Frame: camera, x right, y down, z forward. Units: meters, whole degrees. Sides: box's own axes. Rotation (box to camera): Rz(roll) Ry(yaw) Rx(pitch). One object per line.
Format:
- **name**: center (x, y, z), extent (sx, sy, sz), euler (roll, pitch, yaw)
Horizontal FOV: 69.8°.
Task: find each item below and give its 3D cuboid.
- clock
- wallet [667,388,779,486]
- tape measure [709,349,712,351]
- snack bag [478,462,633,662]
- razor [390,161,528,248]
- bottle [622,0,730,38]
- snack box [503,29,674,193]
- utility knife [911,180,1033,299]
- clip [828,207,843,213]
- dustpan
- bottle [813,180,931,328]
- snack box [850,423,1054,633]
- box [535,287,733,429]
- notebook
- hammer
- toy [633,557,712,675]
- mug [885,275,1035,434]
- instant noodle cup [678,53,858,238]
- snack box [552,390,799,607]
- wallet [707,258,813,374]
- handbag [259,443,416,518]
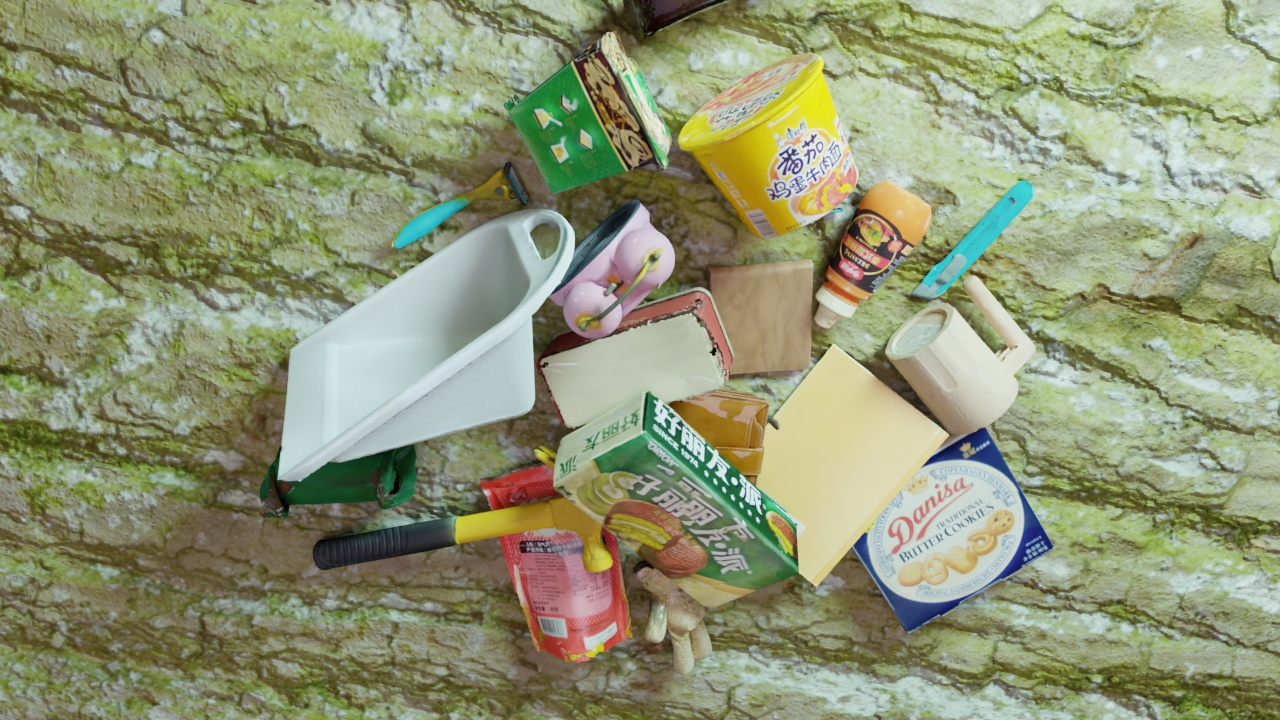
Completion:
- **clock**: center (-0.023, -0.076, 0.803), extent (0.117, 0.158, 0.060), euler (-43, 105, 10)
- **wallet**: center (0.076, 0.092, 0.925), extent (0.119, 0.035, 0.131), euler (9, 107, 10)
- **tape measure**: center (0.049, -0.017, 0.888), extent (0.057, 0.028, 0.060), euler (-3, 112, 17)
- **snack bag**: center (-0.080, 0.203, 0.941), extent (0.129, 0.073, 0.208), euler (-10, 103, 10)
- **razor**: center (-0.169, -0.137, 0.839), extent (0.132, 0.028, 0.043), euler (-27, 137, 1)
- **bottle**: center (0.083, -0.326, 0.772), extent (0.195, 0.079, 0.044), euler (-21, 112, 0)
- **snack box**: center (-0.043, -0.205, 0.793), extent (0.106, 0.118, 0.117), euler (-24, 108, 16)
- **utility knife**: center (0.326, -0.115, 0.895), extent (0.029, 0.013, 0.151), euler (37, 101, -21)
- **clip**: center (0.166, -0.149, 0.871), extent (0.057, 0.014, 0.047), euler (0, 106, -6)
- **dustpan**: center (-0.181, -0.038, 0.777), extent (0.257, 0.222, 0.143), euler (-9, 120, -13)
- **bottle**: center (0.211, -0.094, 0.871), extent (0.066, 0.066, 0.150), euler (26, 111, -12)
- **snack box**: center (0.313, 0.172, 0.970), extent (0.178, 0.045, 0.182), euler (-33, 108, 7)
- **box**: center (-0.005, 0.005, 0.848), extent (0.169, 0.080, 0.091), euler (-17, 109, 20)
- **notebook**: center (0.186, 0.107, 0.928), extent (0.146, 0.010, 0.206), euler (39, 102, 9)
- **hammer**: center (-0.181, 0.167, 0.909), extent (0.301, 0.032, 0.129), euler (-12, 95, 9)
- **toy**: center (0.038, 0.264, 0.974), extent (0.105, 0.066, 0.157), euler (-31, 116, -29)
- **mug**: center (0.316, -0.006, 0.898), extent (0.124, 0.084, 0.103), euler (-45, 105, -6)
- **instant noodle cup**: center (0.119, -0.182, 0.799), extent (0.138, 0.138, 0.110), euler (-33, 115, 6)
- **snack box**: center (0.038, 0.138, 0.872), extent (0.115, 0.063, 0.240), euler (-30, 122, 28)
- **wallet**: center (0.118, -0.041, 0.900), extent (0.101, 0.020, 0.115), euler (-5, 111, -1)
- **handbag**: center (-0.281, 0.111, 0.863), extent (0.131, 0.120, 0.068), euler (-1, 102, -2)
